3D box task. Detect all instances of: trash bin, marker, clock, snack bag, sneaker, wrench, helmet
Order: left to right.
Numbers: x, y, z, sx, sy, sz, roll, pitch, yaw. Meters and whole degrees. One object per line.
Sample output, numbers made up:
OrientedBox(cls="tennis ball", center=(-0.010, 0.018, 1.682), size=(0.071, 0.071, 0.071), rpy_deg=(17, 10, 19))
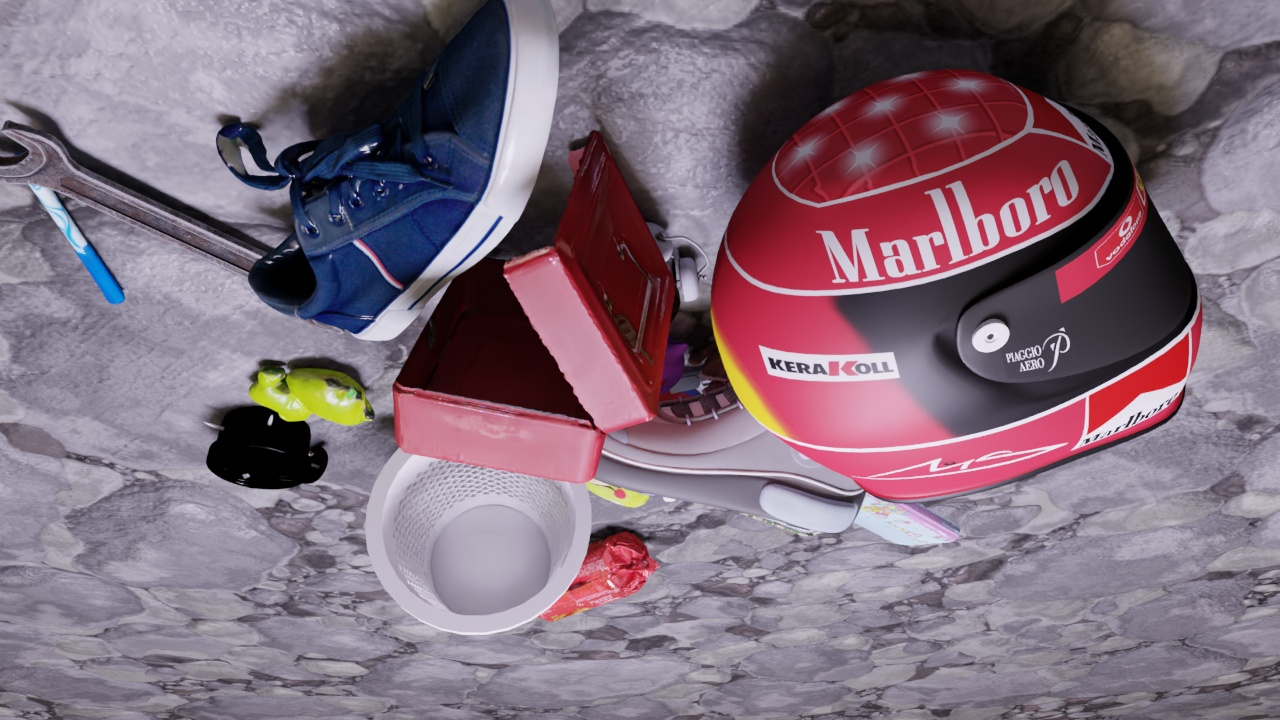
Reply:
OrientedBox(cls="marker", center=(-0.381, -0.084, 0.616), size=(0.013, 0.013, 0.142), rpy_deg=(0, 146, -4))
OrientedBox(cls="wrench", center=(-0.294, -0.080, 0.618), size=(0.070, 0.010, 0.273), rpy_deg=(-29, 141, 31))
OrientedBox(cls="clock", center=(-0.345, 0.087, 0.853), size=(0.091, 0.042, 0.121), rpy_deg=(-6, 147, 6))
OrientedBox(cls="sneaker", center=(-0.154, -0.106, 0.515), size=(0.127, 0.120, 0.296), rpy_deg=(7, 151, -37))
OrientedBox(cls="trash bin", center=(-0.150, 0.177, 0.892), size=(0.195, 0.195, 0.200), rpy_deg=(1, 156, -5))
OrientedBox(cls="snack bag", center=(-0.066, 0.262, 1.106), size=(0.177, 0.082, 0.082), rpy_deg=(-28, 139, 33))
OrientedBox(cls="clock", center=(-0.010, -0.058, 0.658), size=(0.123, 0.035, 0.094), rpy_deg=(-22, 142, 26))
OrientedBox(cls="sneaker", center=(0.066, 0.027, 0.681), size=(0.256, 0.093, 0.160), rpy_deg=(16, 105, -10))
OrientedBox(cls="marker", center=(0.093, 0.007, 0.778), size=(0.141, 0.016, 0.016), rpy_deg=(-12, 146, 15))
OrientedBox(cls="helmet", center=(0.173, -0.050, 0.525), size=(0.271, 0.197, 0.225), rpy_deg=(-18, 127, 9))

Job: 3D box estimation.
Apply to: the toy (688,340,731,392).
OrientedBox(cls="toy", center=(0.079, -0.003, 0.733), size=(0.041, 0.055, 0.102), rpy_deg=(-25, 173, -41))

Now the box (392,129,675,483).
OrientedBox(cls="box", center=(-0.067, -0.017, 0.558), size=(0.165, 0.157, 0.152), rpy_deg=(-22, 118, 22))

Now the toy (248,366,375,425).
OrientedBox(cls="toy", center=(-0.278, 0.031, 0.779), size=(0.094, 0.036, 0.094), rpy_deg=(-19, 137, 33))

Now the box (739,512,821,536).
OrientedBox(cls="box", center=(0.146, 0.121, 0.929), size=(0.205, 0.049, 0.118), rpy_deg=(25, 141, -34))

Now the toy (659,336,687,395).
OrientedBox(cls="toy", center=(-0.004, 0.005, 0.736), size=(0.088, 0.055, 0.106), rpy_deg=(-4, 159, -3))

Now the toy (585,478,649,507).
OrientedBox(cls="toy", center=(-0.033, 0.103, 0.872), size=(0.092, 0.043, 0.118), rpy_deg=(23, 160, 17))

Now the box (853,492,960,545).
OrientedBox(cls="box", center=(0.210, 0.105, 0.841), size=(0.214, 0.089, 0.093), rpy_deg=(29, 160, -36))

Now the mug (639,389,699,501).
OrientedBox(cls="mug", center=(0.023, 0.081, 0.834), size=(0.075, 0.076, 0.112), rpy_deg=(-4, 147, 3))
